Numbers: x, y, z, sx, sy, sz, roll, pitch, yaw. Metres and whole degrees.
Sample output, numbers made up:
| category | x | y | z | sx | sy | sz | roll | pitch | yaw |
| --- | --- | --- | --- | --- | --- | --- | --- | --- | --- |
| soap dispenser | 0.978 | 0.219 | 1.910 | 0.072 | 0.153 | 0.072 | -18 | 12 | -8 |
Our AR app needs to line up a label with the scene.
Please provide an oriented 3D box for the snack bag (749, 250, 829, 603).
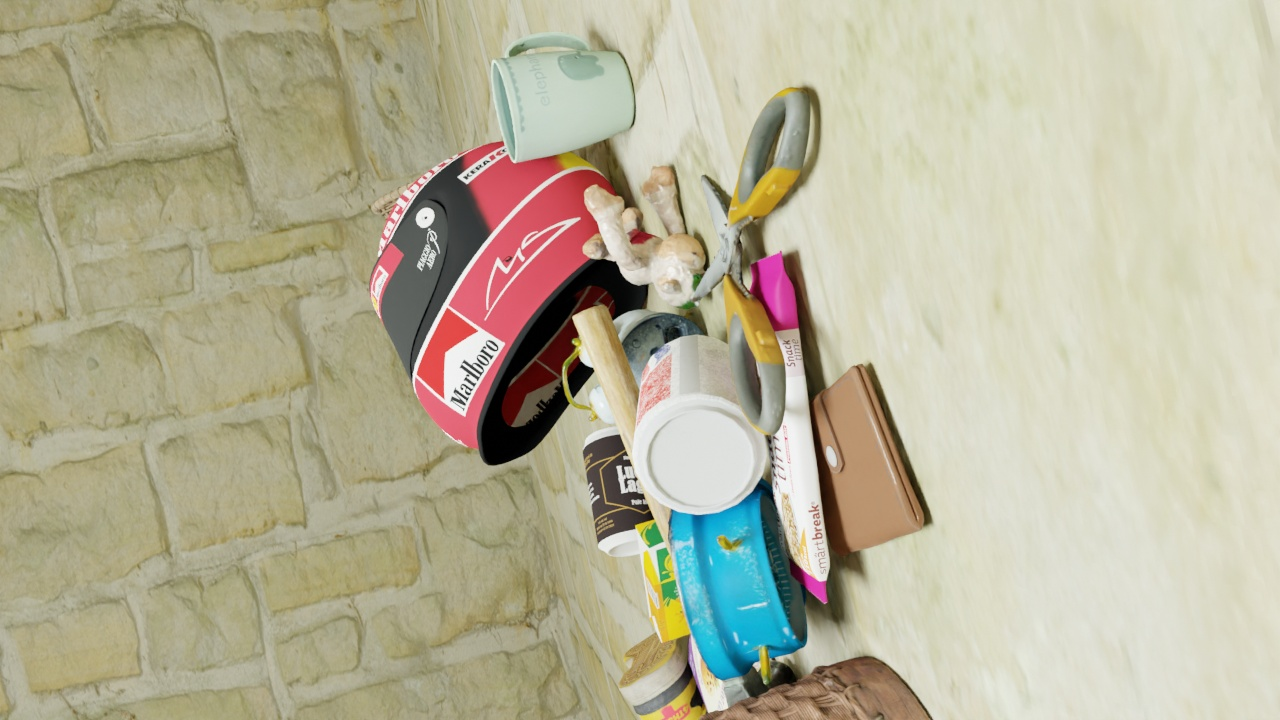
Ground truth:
| category | x | y | z | sx | sy | sz | roll | pitch | yaw |
| --- | --- | --- | --- | --- | --- | --- | --- | --- | --- |
| snack bag | 0.085 | 0.038 | 0.539 | 0.070 | 0.016 | 0.196 | -169 | 71 | -84 |

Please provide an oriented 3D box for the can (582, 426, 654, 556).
| category | x | y | z | sx | sy | sz | roll | pitch | yaw |
| --- | --- | --- | --- | --- | --- | --- | --- | --- | --- |
| can | -0.020 | 0.142 | 0.996 | 0.072 | 0.072 | 0.128 | 100 | 160 | -61 |

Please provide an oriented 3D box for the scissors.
| category | x | y | z | sx | sy | sz | roll | pitch | yaw |
| --- | --- | --- | --- | --- | --- | --- | --- | --- | --- |
| scissors | 0.060 | -0.069 | 0.529 | 0.224 | 0.016 | 0.227 | -101 | 16 | -46 |

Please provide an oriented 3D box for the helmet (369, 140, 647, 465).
| category | x | y | z | sx | sy | sz | roll | pitch | yaw |
| --- | --- | --- | --- | --- | --- | --- | --- | --- | --- |
| helmet | -0.134 | -0.075 | 0.845 | 0.225 | 0.271 | 0.197 | 37 | 179 | 23 |

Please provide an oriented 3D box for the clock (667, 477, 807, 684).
| category | x | y | z | sx | sy | sz | roll | pitch | yaw |
| --- | --- | --- | --- | --- | --- | --- | --- | --- | --- |
| clock | 0.068 | 0.134 | 0.597 | 0.161 | 0.060 | 0.117 | -31 | -77 | -74 |

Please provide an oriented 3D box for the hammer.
| category | x | y | z | sx | sy | sz | roll | pitch | yaw |
| --- | --- | --- | --- | --- | --- | --- | --- | --- | --- |
| hammer | 0.025 | 0.117 | 0.652 | 0.132 | 0.033 | 0.330 | -21 | -92 | -65 |

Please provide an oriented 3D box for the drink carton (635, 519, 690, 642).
| category | x | y | z | sx | sy | sz | roll | pitch | yaw |
| --- | --- | --- | --- | --- | --- | --- | --- | --- | --- |
| drink carton | 0.036 | 0.213 | 0.893 | 0.041 | 0.058 | 0.123 | -129 | 27 | -62 |

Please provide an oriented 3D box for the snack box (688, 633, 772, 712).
| category | x | y | z | sx | sy | sz | roll | pitch | yaw |
| --- | --- | --- | --- | --- | --- | --- | --- | --- | --- |
| snack box | 0.087 | 0.289 | 0.796 | 0.144 | 0.040 | 0.148 | 90 | 162 | -47 |

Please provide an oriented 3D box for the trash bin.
| category | x | y | z | sx | sy | sz | roll | pitch | yaw |
| --- | --- | --- | --- | --- | --- | --- | --- | --- | --- |
| trash bin | 0.060 | 0.272 | 0.517 | 0.151 | 0.210 | 0.151 | 165 | 91 | -78 |

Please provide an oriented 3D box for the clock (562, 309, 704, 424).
| category | x | y | z | sx | sy | sz | roll | pitch | yaw |
| --- | --- | --- | --- | --- | --- | --- | --- | --- | --- |
| clock | -0.004 | 0.004 | 0.712 | 0.057 | 0.117 | 0.083 | -150 | 47 | -64 |

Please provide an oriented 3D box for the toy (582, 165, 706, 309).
| category | x | y | z | sx | sy | sz | roll | pitch | yaw |
| --- | --- | --- | --- | --- | --- | --- | --- | --- | --- |
| toy | 0.008 | -0.081 | 0.671 | 0.106 | 0.085 | 0.074 | 52 | 130 | 14 |

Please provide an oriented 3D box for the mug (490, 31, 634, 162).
| category | x | y | z | sx | sy | sz | roll | pitch | yaw |
| --- | --- | --- | --- | --- | --- | --- | --- | --- | --- |
| mug | -0.068 | -0.226 | 0.759 | 0.084 | 0.104 | 0.111 | 102 | 151 | -63 |

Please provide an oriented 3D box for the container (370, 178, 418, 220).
| category | x | y | z | sx | sy | sz | roll | pitch | yaw |
| --- | --- | --- | --- | --- | --- | --- | --- | --- | --- |
| container | -0.162 | -0.121 | 1.051 | 0.227 | 0.226 | 0.196 | -165 | 55 | -76 |

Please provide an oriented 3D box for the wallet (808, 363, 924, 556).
| category | x | y | z | sx | sy | sz | roll | pitch | yaw |
| --- | --- | --- | --- | --- | --- | --- | --- | --- | --- |
| wallet | 0.113 | 0.059 | 0.501 | 0.121 | 0.013 | 0.087 | 110 | 144 | -71 |

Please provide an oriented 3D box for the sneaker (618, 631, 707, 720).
| category | x | y | z | sx | sy | sz | roll | pitch | yaw |
| --- | --- | --- | --- | --- | --- | --- | --- | --- | --- |
| sneaker | 0.042 | 0.353 | 0.968 | 0.122 | 0.086 | 0.238 | 57 | -179 | 7 |

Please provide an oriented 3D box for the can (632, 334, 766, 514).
| category | x | y | z | sx | sy | sz | roll | pitch | yaw |
| --- | --- | --- | --- | --- | --- | --- | --- | --- | --- |
| can | 0.037 | 0.035 | 0.590 | 0.136 | 0.078 | 0.078 | -82 | -17 | -71 |
